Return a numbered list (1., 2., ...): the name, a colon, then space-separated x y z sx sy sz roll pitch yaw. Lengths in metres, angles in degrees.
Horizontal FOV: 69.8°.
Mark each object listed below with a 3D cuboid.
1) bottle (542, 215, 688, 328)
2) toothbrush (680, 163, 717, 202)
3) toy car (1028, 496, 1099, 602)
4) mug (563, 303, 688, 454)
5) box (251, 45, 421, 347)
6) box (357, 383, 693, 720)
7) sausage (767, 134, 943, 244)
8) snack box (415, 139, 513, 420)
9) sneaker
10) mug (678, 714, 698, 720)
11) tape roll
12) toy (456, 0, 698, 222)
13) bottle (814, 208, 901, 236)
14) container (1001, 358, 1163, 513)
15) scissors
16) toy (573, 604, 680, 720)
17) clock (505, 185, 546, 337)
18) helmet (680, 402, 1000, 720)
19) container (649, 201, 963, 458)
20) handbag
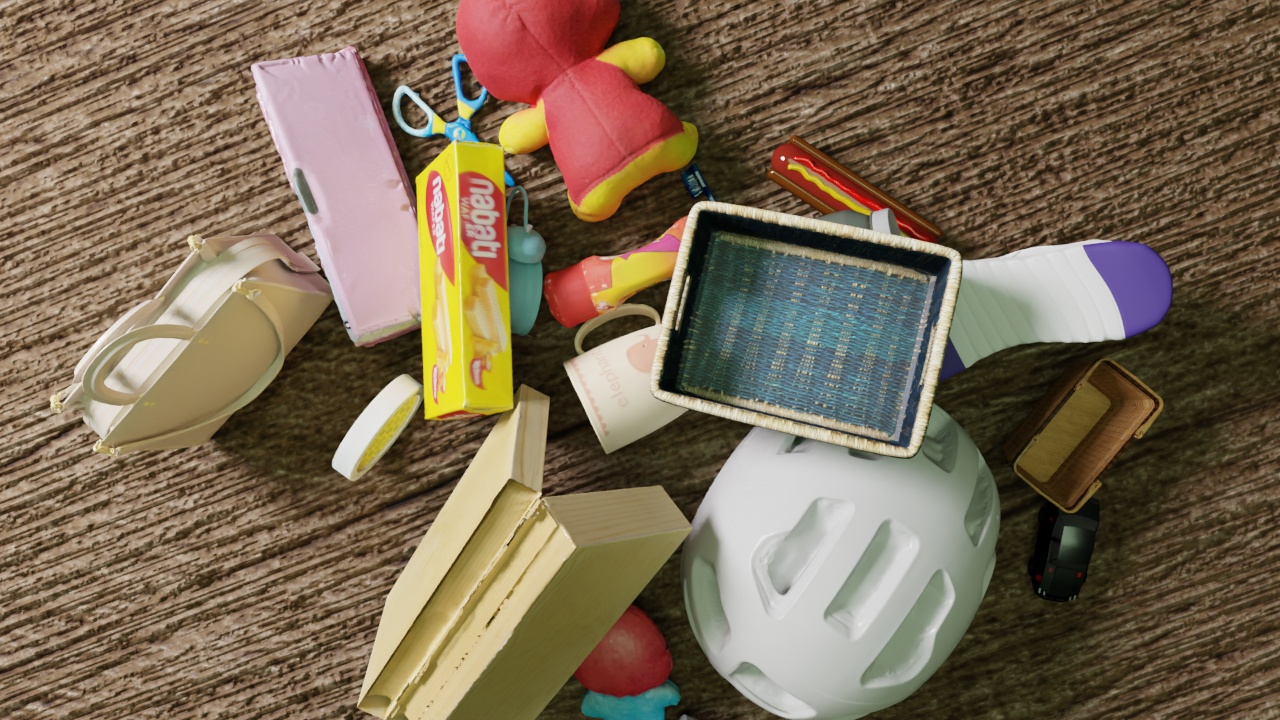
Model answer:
1. bottle: -0.011 -0.069 0.731 0.134 0.071 0.048 -22 95 4
2. toothbrush: 0.085 -0.075 0.755 0.017 0.016 0.190 -29 92 11
3. toy car: 0.348 0.154 0.748 0.042 0.036 0.092 10 94 2
4. mug: -0.004 0.004 0.739 0.104 0.085 0.111 -24 63 -4
5. box: -0.232 -0.131 0.733 0.099 0.080 0.232 -19 92 4
6. box: -0.107 0.170 0.683 0.179 0.141 0.249 40 114 13
7. sausage: 0.172 -0.125 0.736 0.155 0.040 0.040 33 94 0
8. snack box: -0.135 -0.057 0.702 0.042 0.092 0.200 1 83 -31
9. sneaker: 0.268 -0.043 0.714 0.245 0.111 0.092 -11 96 23
10. mug: 0.062 0.363 0.760 0.096 0.082 0.120 21 123 1
11. tape roll: -0.209 0.054 0.737 0.019 0.094 0.094 36 94 0
12. toy: -0.055 -0.223 0.714 0.147 0.099 0.216 -35 97 -3
13. bottle: 0.145 -0.082 0.714 0.109 0.060 0.060 -14 93 27
14. container: 0.343 0.056 0.729 0.063 0.061 0.114 38 94 -1
15. scissors: -0.158 -0.185 0.759 0.109 0.018 0.131 -7 94 7
16. toy: -0.015 0.256 0.762 0.092 0.062 0.133 -6 112 22
17. clock: -0.101 -0.077 0.731 0.042 0.087 0.123 4 96 -26
18. helmet: 0.166 0.147 0.727 0.224 0.184 0.281 43 74 -5
19. container: 0.114 -0.021 0.646 0.187 0.071 0.145 13 89 11
20. handbag: -0.342 -0.013 0.686 0.101 0.197 0.195 43 94 -1
